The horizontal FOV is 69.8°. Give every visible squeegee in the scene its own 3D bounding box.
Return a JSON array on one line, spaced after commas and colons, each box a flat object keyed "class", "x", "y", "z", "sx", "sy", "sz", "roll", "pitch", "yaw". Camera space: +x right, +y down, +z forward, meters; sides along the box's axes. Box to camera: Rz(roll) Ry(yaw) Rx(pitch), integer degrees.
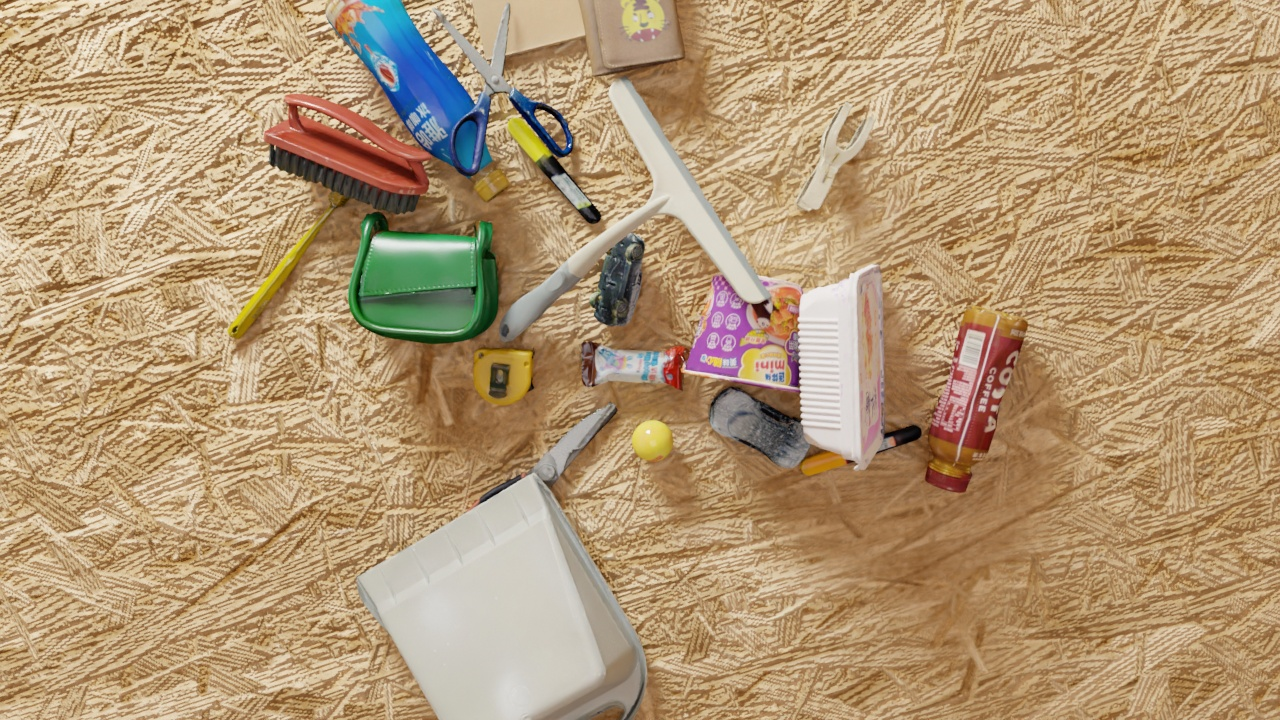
[{"class": "squeegee", "x": -0.050, "y": -0.089, "z": 0.834, "sx": 0.247, "sy": 0.039, "sz": 0.246, "roll": -36, "pitch": 76, "yaw": 22}]

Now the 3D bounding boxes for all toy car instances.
[{"class": "toy car", "x": -0.018, "y": -0.076, "z": 0.865, "sx": 0.034, "sy": 0.043, "sz": 0.090, "roll": 6, "pitch": 100, "yaw": -41}, {"class": "toy car", "x": 0.116, "y": 0.066, "z": 0.892, "sx": 0.105, "sy": 0.031, "sz": 0.049, "roll": 28, "pitch": 98, "yaw": -3}]

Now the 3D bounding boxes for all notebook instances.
[{"class": "notebook", "x": -0.094, "y": -0.395, "z": 0.829, "sx": 0.149, "sy": 0.012, "sz": 0.211, "roll": -12, "pitch": 99, "yaw": 4}]

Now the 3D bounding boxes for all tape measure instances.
[{"class": "tape measure", "x": -0.133, "y": 0.015, "z": 0.887, "sx": 0.060, "sy": 0.029, "sz": 0.057, "roll": 3, "pitch": 100, "yaw": 0}]

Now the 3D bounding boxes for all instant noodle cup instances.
[{"class": "instant noodle cup", "x": 0.184, "y": 0.003, "z": 0.839, "sx": 0.060, "sy": 0.137, "sz": 0.173, "roll": 2, "pitch": 100, "yaw": 23}, {"class": "instant noodle cup", "x": 0.100, "y": -0.027, "z": 0.843, "sx": 0.111, "sy": 0.111, "sz": 0.099, "roll": 10, "pitch": 92, "yaw": -1}]

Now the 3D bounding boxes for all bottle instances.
[{"class": "bottle", "x": -0.194, "y": -0.241, "z": 0.828, "sx": 0.065, "sy": 0.065, "sz": 0.218, "roll": -36, "pitch": 97, "yaw": 6}, {"class": "bottle", "x": 0.314, "y": 0.038, "z": 0.871, "sx": 0.057, "sy": 0.057, "sz": 0.175, "roll": 14, "pitch": 99, "yaw": -2}]

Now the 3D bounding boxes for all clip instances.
[{"class": "clip", "x": 0.176, "y": -0.185, "z": 0.844, "sx": 0.035, "sy": 0.076, "sz": 0.101, "roll": 30, "pitch": 98, "yaw": -4}]

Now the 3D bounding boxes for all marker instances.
[{"class": "marker", "x": -0.080, "y": -0.178, "z": 0.864, "sx": 0.018, "sy": 0.015, "sz": 0.124, "roll": -41, "pitch": 99, "yaw": 0}, {"class": "marker", "x": 0.217, "y": 0.088, "z": 0.903, "sx": 0.124, "sy": 0.015, "sz": 0.018, "roll": -18, "pitch": 100, "yaw": 1}]

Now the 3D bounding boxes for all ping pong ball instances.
[{"class": "ping pong ball", "x": 0.012, "y": 0.078, "z": 0.890, "sx": 0.040, "sy": 0.040, "sz": 0.040, "roll": 0, "pitch": 99, "yaw": 1}]

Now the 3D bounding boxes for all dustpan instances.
[{"class": "dustpan", "x": -0.119, "y": 0.285, "z": 0.931, "sx": 0.223, "sy": 0.142, "sz": 0.257, "roll": -31, "pitch": 72, "yaw": 7}]

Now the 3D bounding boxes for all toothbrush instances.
[{"class": "toothbrush", "x": -0.336, "y": -0.096, "z": 0.878, "sx": 0.015, "sy": 0.016, "sz": 0.190, "roll": 40, "pitch": 98, "yaw": -5}]

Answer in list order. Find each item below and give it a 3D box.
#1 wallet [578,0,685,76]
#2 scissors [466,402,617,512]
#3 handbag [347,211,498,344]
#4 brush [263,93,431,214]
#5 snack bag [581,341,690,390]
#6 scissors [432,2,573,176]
[{"class": "wallet", "x": -0.012, "y": -0.320, "z": 0.820, "sx": 0.090, "sy": 0.033, "sz": 0.115, "roll": -10, "pitch": 103, "yaw": 3}, {"class": "scissors", "x": -0.090, "y": 0.131, "z": 0.913, "sx": 0.210, "sy": 0.015, "sz": 0.177, "roll": -12, "pitch": 97, "yaw": 3}, {"class": "handbag", "x": -0.199, "y": -0.076, "z": 0.859, "sx": 0.131, "sy": 0.068, "sz": 0.120, "roll": 5, "pitch": 91, "yaw": 1}, {"class": "brush", "x": -0.259, "y": -0.187, "z": 0.831, "sx": 0.146, "sy": 0.063, "sz": 0.069, "roll": 23, "pitch": 122, "yaw": 0}, {"class": "snack bag", "x": -0.005, "y": 0.005, "z": 0.886, "sx": 0.105, "sy": 0.026, "sz": 0.045, "roll": 2, "pitch": 102, "yaw": 2}, {"class": "scissors", "x": -0.128, "y": -0.236, "z": 0.820, "sx": 0.176, "sy": 0.012, "sz": 0.162, "roll": 38, "pitch": 68, "yaw": -27}]
